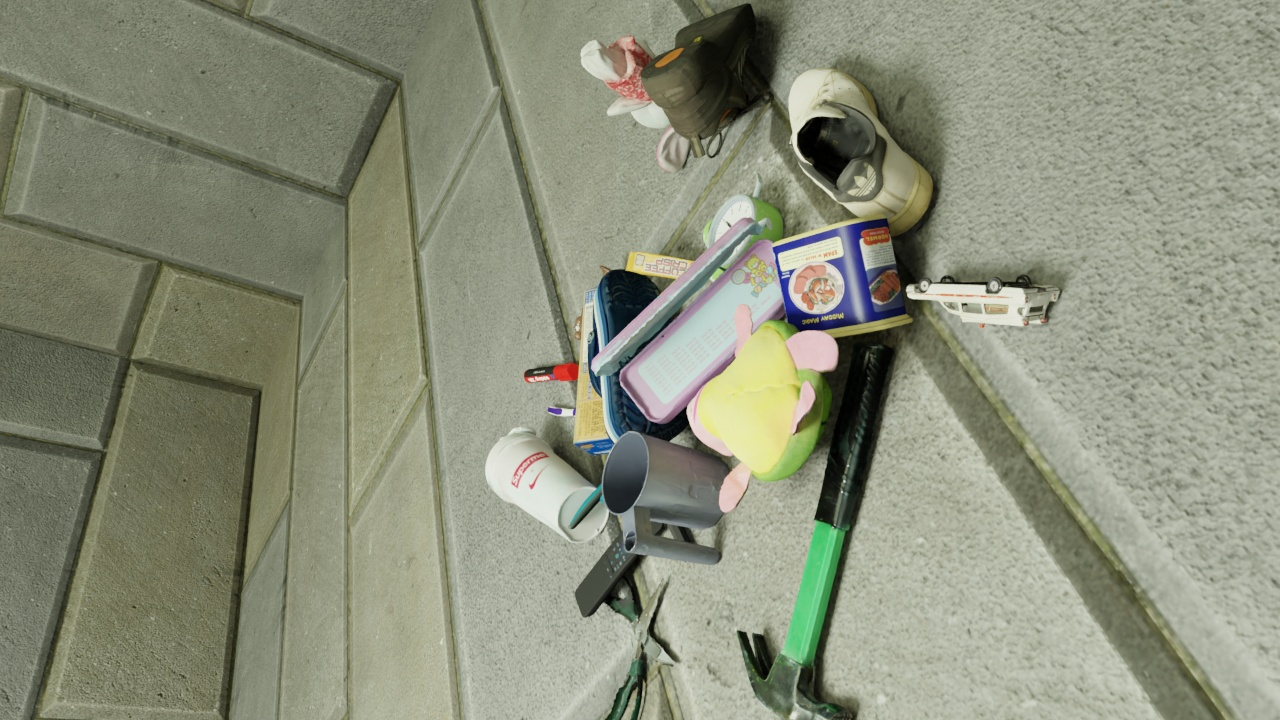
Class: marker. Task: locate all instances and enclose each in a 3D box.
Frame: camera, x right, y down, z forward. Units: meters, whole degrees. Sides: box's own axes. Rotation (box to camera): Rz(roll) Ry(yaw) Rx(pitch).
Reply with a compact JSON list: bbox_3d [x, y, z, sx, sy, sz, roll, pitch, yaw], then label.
[{"bbox_3d":[-0.129,0.020,1.313,0.145,0.021,0.023,-7,91,58],"label":"marker"},{"bbox_3d":[0.033,0.163,0.974,0.021,0.017,0.123,-32,41,4],"label":"marker"}]

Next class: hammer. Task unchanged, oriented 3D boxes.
[{"bbox_3d":[0.158,0.140,0.768,0.130,0.032,0.318,7,81,60],"label":"hammer"}]

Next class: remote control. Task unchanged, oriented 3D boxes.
[{"bbox_3d":[-0.023,0.221,1.013,0.152,0.020,0.041,-53,36,19],"label":"remote control"}]

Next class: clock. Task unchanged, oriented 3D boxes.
[{"bbox_3d":[0.106,-0.128,0.977,0.120,0.042,0.094,-40,42,42],"label":"clock"}]

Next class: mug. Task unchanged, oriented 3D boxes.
[{"bbox_3d":[0.028,0.139,0.908,0.084,0.104,0.123,-43,41,40],"label":"mug"}]

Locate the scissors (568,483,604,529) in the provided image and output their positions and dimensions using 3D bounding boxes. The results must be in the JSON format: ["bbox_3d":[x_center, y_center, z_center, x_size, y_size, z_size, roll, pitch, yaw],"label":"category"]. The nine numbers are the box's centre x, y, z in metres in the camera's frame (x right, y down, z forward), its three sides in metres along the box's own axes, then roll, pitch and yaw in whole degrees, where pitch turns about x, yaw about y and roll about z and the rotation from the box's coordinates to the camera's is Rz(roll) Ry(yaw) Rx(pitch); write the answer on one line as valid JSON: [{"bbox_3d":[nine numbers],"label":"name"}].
[{"bbox_3d":[-0.022,0.158,1.047,0.156,0.019,0.124,-34,69,13],"label":"scissors"}]

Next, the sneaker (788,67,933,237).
[{"bbox_3d":[0.173,-0.207,0.845,0.089,0.102,0.241,-54,35,28],"label":"sneaker"}]

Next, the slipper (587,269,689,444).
[{"bbox_3d":[-0.006,0.006,1.044,0.095,0.105,0.252,123,149,-43],"label":"slipper"}]

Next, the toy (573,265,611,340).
[{"bbox_3d":[-0.057,-0.071,1.217,0.102,0.041,0.055,-61,-8,1],"label":"toy"}]

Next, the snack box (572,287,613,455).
[{"bbox_3d":[-0.040,0.010,1.123,0.056,0.057,0.206,-10,63,27],"label":"snack box"}]

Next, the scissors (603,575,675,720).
[{"bbox_3d":[-0.023,0.316,0.993,0.202,0.015,0.201,21,93,62],"label":"scissors"}]

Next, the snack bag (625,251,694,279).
[{"bbox_3d":[0.030,-0.108,1.064,0.099,0.020,0.026,12,90,18],"label":"snack bag"}]

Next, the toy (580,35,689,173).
[{"bbox_3d":[0.011,-0.324,1.096,0.084,0.194,0.159,11,89,43],"label":"toy"}]

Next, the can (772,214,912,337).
[{"bbox_3d":[0.170,-0.068,0.792,0.116,0.056,0.092,-9,93,57],"label":"can"}]

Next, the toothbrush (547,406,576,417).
[{"bbox_3d":[-0.080,0.069,1.213,0.187,0.015,0.016,-4,77,59],"label":"toothbrush"}]

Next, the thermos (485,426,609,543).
[{"bbox_3d":[-0.121,0.156,1.168,0.221,0.099,0.099,21,94,55],"label":"thermos"}]

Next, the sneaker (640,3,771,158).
[{"bbox_3d":[0.096,-0.313,1.053,0.101,0.143,0.237,-9,32,35],"label":"sneaker"}]

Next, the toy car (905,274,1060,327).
[{"bbox_3d":[0.256,-0.045,0.695,0.113,0.039,0.039,9,104,61],"label":"toy car"}]

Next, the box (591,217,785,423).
[{"bbox_3d":[0.053,-0.041,0.889,0.214,0.092,0.089,-44,63,11],"label":"box"}]

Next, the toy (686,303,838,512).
[{"bbox_3d":[0.106,0.039,0.813,0.239,0.087,0.190,142,132,-66],"label":"toy"}]
